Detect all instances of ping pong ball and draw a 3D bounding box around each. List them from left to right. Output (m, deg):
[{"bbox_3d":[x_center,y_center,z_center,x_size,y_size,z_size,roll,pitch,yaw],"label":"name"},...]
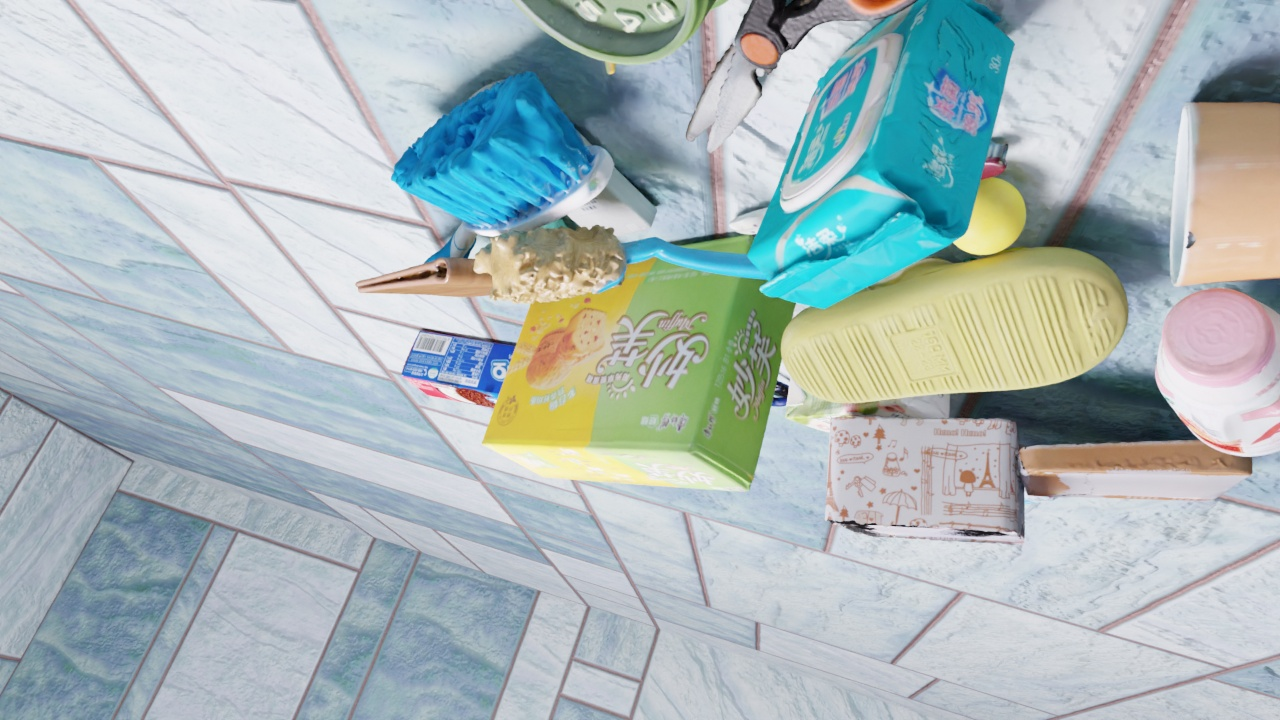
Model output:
[{"bbox_3d":[0.179,-0.075,0.478,0.040,0.040,0.040,17,158,7],"label":"ping pong ball"}]

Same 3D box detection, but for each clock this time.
[{"bbox_3d":[-0.002,-0.177,0.350,0.116,0.056,0.162,38,157,-22],"label":"clock"}]

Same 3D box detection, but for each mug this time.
[{"bbox_3d":[0.286,-0.069,0.369,0.123,0.078,0.078,2,152,25],"label":"mug"}]

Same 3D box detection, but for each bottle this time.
[{"bbox_3d":[0.298,0.005,0.460,0.068,0.068,0.196,2,170,37],"label":"bottle"}]

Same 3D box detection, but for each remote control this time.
[{"bbox_3d":[-0.050,-0.124,0.581,0.056,0.019,0.135,-4,148,44],"label":"remote control"}]

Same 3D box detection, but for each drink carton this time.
[{"bbox_3d":[0.173,0.026,0.709,0.053,0.045,0.123,18,164,-32],"label":"drink carton"}]

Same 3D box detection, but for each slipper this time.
[{"bbox_3d":[0.175,-0.031,0.537,0.191,0.081,0.092,-12,133,26],"label":"slipper"}]

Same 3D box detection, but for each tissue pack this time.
[{"bbox_3d":[0.101,-0.088,0.394,0.050,0.133,0.093,31,152,-17],"label":"tissue pack"}]

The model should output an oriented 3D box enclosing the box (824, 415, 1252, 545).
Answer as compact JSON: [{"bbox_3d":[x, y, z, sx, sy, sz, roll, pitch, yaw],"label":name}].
[{"bbox_3d":[0.280,0.089,0.667,0.260,0.082,0.176,-3,166,24],"label":"box"}]

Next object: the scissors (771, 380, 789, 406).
[{"bbox_3d":[0.074,0.012,0.764,0.162,0.012,0.175,22,156,-36],"label":"scissors"}]

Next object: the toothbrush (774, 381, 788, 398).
[{"bbox_3d":[0.106,0.022,0.743,0.014,0.016,0.189,-4,158,42],"label":"toothbrush"}]

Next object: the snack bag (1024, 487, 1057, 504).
[{"bbox_3d":[0.332,0.111,0.798,0.045,0.026,0.105,16,160,-14],"label":"snack bag"}]

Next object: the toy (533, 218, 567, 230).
[{"bbox_3d":[-0.075,-0.096,0.659,0.097,0.030,0.092,13,150,33],"label":"toy"}]

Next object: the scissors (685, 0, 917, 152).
[{"bbox_3d":[0.051,-0.165,0.418,0.148,0.021,0.235,40,157,-25],"label":"scissors"}]

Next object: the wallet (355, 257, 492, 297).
[{"bbox_3d":[-0.129,-0.057,0.653,0.115,0.020,0.101,-5,178,43],"label":"wallet"}]

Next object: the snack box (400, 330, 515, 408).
[{"bbox_3d":[-0.140,0.017,0.932,0.208,0.057,0.058,9,158,24],"label":"snack box"}]

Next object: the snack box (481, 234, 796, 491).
[{"bbox_3d":[-0.004,0.004,0.657,0.210,0.157,0.070,-3,152,43],"label":"snack box"}]

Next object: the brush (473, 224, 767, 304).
[{"bbox_3d":[0.026,-0.058,0.554,0.254,0.046,0.083,-1,175,-4],"label":"brush"}]

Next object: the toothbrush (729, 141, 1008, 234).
[{"bbox_3d":[0.119,-0.095,0.519,0.016,0.017,0.188,31,157,-33],"label":"toothbrush"}]

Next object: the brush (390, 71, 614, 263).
[{"bbox_3d":[-0.119,-0.099,0.607,0.109,0.060,0.315,31,159,-33],"label":"brush"}]
